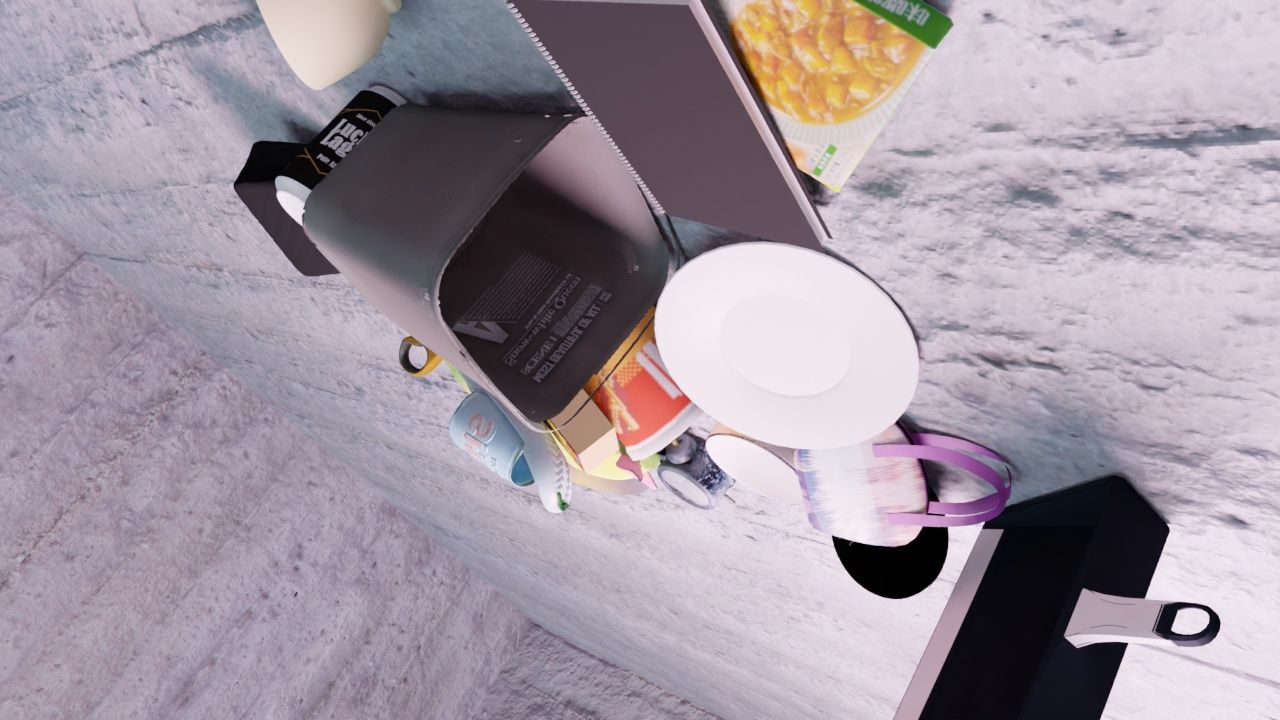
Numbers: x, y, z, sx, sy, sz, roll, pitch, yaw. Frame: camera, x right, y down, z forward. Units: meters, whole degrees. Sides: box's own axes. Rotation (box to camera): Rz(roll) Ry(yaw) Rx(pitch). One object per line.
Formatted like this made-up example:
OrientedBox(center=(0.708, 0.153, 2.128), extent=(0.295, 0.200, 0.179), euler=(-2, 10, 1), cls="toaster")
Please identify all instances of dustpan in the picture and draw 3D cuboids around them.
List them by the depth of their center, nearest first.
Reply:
OrientedBox(center=(0.290, 0.191, 0.657), extent=(0.080, 0.235, 0.274), euler=(43, 156, -18), cls="dustpan")

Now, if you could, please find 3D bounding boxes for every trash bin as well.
OrientedBox(center=(-0.127, -0.092, 0.727), extent=(0.220, 0.197, 0.197), euler=(24, 158, 38), cls="trash bin")

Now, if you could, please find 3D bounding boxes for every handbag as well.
OrientedBox(center=(0.226, 0.102, 0.781), extent=(0.170, 0.067, 0.145), euler=(-1, 114, 39), cls="handbag")
OrientedBox(center=(-0.338, -0.176, 0.992), extent=(0.125, 0.114, 0.154), euler=(1, 144, 13), cls="handbag")

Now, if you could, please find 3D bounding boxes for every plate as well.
OrientedBox(center=(0.112, -0.009, 0.719), extent=(0.209, 0.015, 0.209), euler=(15, 136, 15), cls="plate")
OrientedBox(center=(-0.074, 0.117, 1.172), extent=(0.188, 0.016, 0.188), euler=(22, -169, -5), cls="plate")

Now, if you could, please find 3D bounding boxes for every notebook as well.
OrientedBox(center=(0.022, -0.147, 0.571), extent=(0.149, 0.016, 0.206), euler=(21, 163, 40), cls="notebook")

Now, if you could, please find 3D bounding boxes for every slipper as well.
OrientedBox(center=(-0.143, 0.049, 0.845), extent=(0.245, 0.074, 0.104), euler=(50, 171, 23), cls="slipper")

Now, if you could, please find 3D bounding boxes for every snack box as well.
OrientedBox(center=(0.064, -0.175, 0.497), extent=(0.168, 0.027, 0.132), euler=(33, 159, 4), cls="snack box")
OrientedBox(center=(-0.075, 0.034, 0.819), extent=(0.126, 0.040, 0.088), euler=(50, 170, 14), cls="snack box")

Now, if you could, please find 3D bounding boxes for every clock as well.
OrientedBox(center=(0.056, 0.122, 1.074), extent=(0.129, 0.052, 0.090), euler=(45, 155, -14), cls="clock")

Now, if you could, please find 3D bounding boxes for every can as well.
OrientedBox(center=(-0.249, -0.171, 0.792), extent=(0.072, 0.128, 0.072), euler=(28, 157, 13), cls="can")

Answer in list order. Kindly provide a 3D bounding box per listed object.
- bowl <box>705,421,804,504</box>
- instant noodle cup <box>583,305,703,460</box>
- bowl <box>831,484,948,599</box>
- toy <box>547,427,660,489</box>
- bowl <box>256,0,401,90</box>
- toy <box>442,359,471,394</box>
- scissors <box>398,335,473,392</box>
OrientedBox(center=(0.125, 0.081, 0.880), extent=(0.113, 0.063, 0.114), euler=(28, 157, 13), cls="bowl")
OrientedBox(center=(-0.005, 0.005, 0.845), extent=(0.121, 0.123, 0.124), euler=(46, 155, -10), cls="instant noodle cup")
OrientedBox(center=(0.243, 0.155, 0.852), extent=(0.052, 0.124, 0.124), euler=(1, -177, -42), cls="bowl")
OrientedBox(center=(-0.049, 0.087, 1.044), extent=(0.190, 0.087, 0.238), euler=(27, 177, -14), cls="toy")
OrientedBox(center=(-0.208, -0.255, 0.630), extent=(0.074, 0.117, 0.118), euler=(-15, 145, 3), cls="bowl")
OrientedBox(center=(-0.123, 0.010, 1.035), extent=(0.237, 0.097, 0.191), euler=(8, -179, 24), cls="toy")
OrientedBox(center=(-0.216, -0.027, 0.991), extent=(0.226, 0.016, 0.225), euler=(-44, 63, 46), cls="scissors")
